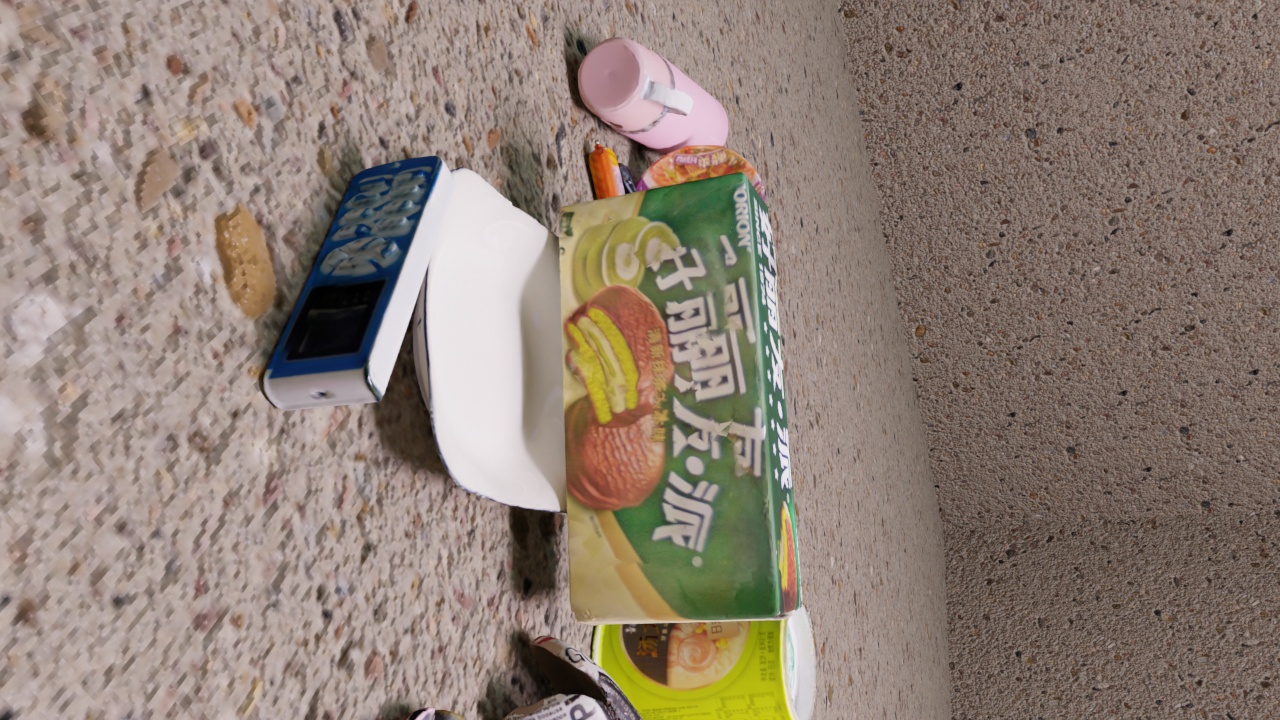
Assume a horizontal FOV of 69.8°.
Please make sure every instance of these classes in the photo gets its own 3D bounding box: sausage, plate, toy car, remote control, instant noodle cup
[{"bbox_3d":[-0.013,-0.083,0.689,0.021,0.021,0.165,-42,122,-65],"label":"sausage"},{"bbox_3d":[-0.074,-0.004,0.486,0.163,0.034,0.164,33,53,-63],"label":"plate"},{"bbox_3d":[-0.075,0.201,0.413,0.122,0.037,0.056,49,34,-34],"label":"toy car"},{"bbox_3d":[-0.112,-0.035,0.382,0.024,0.049,0.124,62,29,-47],"label":"remote control"},{"bbox_3d":[0.056,-0.106,0.766,0.099,0.112,0.111,48,39,-66],"label":"instant noodle cup"},{"bbox_3d":[0.047,0.197,0.600,0.111,0.124,0.111,-8,90,-68],"label":"instant noodle cup"}]

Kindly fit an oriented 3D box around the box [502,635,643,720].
[{"bbox_3d":[-0.022,0.218,0.517,0.087,0.076,0.163,-101,168,-60],"label":"box"}]

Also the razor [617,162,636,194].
[{"bbox_3d":[0.007,-0.087,0.705,0.043,0.022,0.142,125,-52,-75],"label":"razor"}]

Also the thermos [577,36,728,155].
[{"bbox_3d":[0.022,-0.202,0.735,0.198,0.087,0.067,-5,116,-70],"label":"thermos"}]

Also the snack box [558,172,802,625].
[{"bbox_3d":[0.020,0.023,0.513,0.063,0.115,0.240,27,59,-66],"label":"snack box"}]
